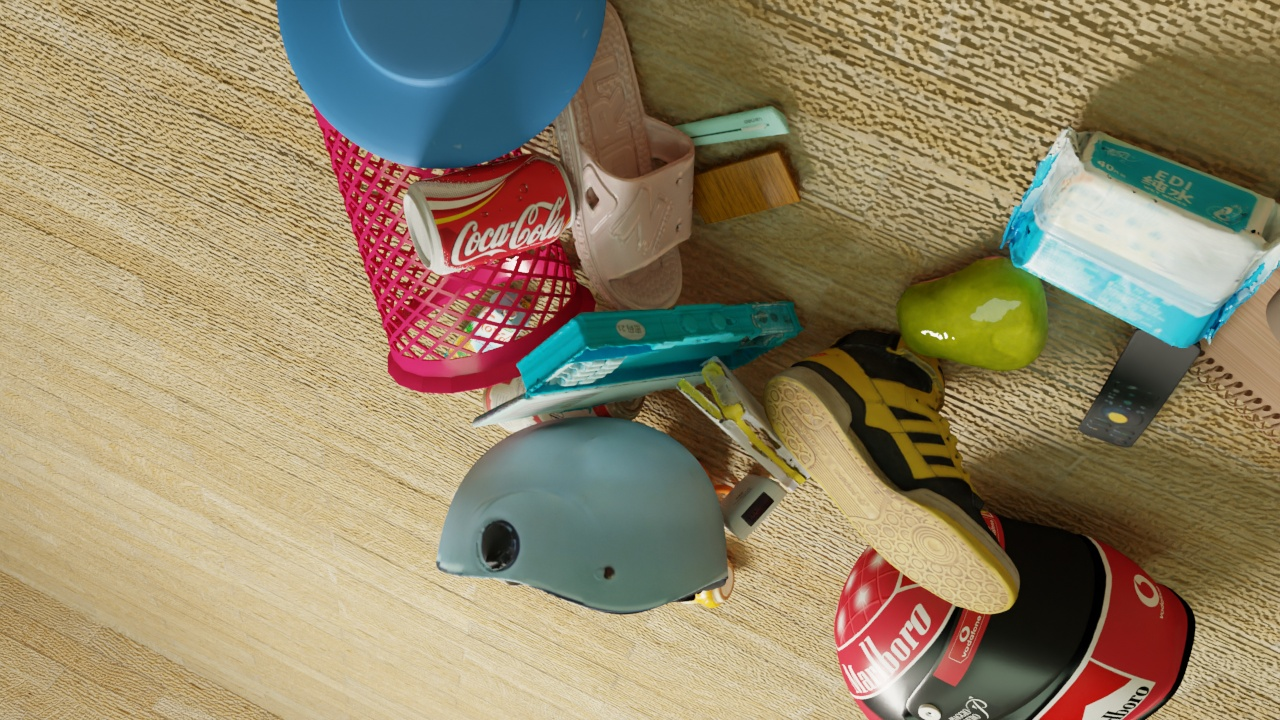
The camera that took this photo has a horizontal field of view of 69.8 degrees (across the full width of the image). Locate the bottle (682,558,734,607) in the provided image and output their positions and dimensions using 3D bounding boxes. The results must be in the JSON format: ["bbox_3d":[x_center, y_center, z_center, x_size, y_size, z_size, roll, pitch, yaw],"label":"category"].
[{"bbox_3d":[0.051,0.248,1.060,0.109,0.062,0.063,2,133,30],"label":"bottle"}]

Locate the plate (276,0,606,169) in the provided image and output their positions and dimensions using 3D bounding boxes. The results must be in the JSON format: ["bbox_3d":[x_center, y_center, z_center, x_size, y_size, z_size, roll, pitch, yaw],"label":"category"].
[{"bbox_3d":[-0.134,-0.238,0.587,0.224,0.024,0.224,1,97,9],"label":"plate"}]

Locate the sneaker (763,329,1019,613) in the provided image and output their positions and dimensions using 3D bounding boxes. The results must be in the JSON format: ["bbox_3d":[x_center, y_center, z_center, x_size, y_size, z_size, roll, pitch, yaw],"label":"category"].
[{"bbox_3d":[0.215,0.076,0.719,0.238,0.121,0.086,47,147,11],"label":"sneaker"}]

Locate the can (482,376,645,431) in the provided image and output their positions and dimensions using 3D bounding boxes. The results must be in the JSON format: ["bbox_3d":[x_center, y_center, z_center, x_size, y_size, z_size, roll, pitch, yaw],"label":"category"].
[{"bbox_3d":[-0.077,0.033,0.907,0.171,0.067,0.067,-7,128,36],"label":"can"}]

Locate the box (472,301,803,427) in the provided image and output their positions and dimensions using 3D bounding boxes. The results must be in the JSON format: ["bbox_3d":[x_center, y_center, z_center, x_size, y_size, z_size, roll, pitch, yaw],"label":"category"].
[{"bbox_3d":[-0.004,0.007,0.743,0.182,0.226,0.039,-32,71,46],"label":"box"}]

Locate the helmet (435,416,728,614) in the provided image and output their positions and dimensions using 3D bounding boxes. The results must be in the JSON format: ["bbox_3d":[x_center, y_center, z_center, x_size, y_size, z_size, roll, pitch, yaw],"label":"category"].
[{"bbox_3d":[-0.052,0.134,0.821,0.266,0.166,0.225,-3,171,23],"label":"helmet"}]

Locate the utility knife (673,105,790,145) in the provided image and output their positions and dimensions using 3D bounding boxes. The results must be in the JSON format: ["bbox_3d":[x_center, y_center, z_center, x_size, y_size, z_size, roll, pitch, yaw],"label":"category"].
[{"bbox_3d":[0.051,-0.167,0.668,0.120,0.015,0.022,-1,133,35],"label":"utility knife"}]

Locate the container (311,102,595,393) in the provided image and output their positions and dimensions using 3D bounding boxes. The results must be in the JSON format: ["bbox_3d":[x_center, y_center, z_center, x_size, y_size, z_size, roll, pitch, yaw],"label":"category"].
[{"bbox_3d":[-0.154,-0.118,0.726,0.183,0.182,0.226,3,126,28],"label":"container"}]

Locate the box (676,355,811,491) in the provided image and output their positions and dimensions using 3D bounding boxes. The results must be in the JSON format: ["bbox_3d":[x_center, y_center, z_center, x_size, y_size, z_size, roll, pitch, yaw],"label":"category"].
[{"bbox_3d":[0.092,0.062,0.778,0.045,0.065,0.210,-37,148,7],"label":"box"}]

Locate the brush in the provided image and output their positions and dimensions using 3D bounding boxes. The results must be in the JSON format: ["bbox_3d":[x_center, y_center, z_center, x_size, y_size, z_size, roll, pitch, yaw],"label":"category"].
[{"bbox_3d":[0.059,-0.129,0.698,0.127,0.017,0.048,-9,127,36],"label":"brush"}]

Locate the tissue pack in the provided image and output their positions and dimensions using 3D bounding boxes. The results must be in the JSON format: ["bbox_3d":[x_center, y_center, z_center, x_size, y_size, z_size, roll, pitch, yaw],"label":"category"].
[{"bbox_3d":[0.305,-0.078,0.564,0.144,0.061,0.093,31,142,18],"label":"tissue pack"}]

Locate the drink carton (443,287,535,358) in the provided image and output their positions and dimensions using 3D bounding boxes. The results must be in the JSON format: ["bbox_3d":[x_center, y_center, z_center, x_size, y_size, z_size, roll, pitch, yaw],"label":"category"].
[{"bbox_3d":[-0.151,-0.026,0.910,0.044,0.038,0.129,40,138,-12],"label":"drink carton"}]

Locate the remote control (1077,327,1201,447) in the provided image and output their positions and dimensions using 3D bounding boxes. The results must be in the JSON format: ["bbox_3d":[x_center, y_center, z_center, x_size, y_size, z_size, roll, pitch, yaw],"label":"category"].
[{"bbox_3d":[0.355,0.021,0.660,0.041,0.020,0.152,21,153,20],"label":"remote control"}]

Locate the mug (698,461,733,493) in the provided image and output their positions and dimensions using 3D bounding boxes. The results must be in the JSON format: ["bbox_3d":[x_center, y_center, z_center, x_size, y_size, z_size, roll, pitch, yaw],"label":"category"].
[{"bbox_3d":[0.049,0.154,0.963,0.112,0.077,0.096,-4,137,-5],"label":"mug"}]

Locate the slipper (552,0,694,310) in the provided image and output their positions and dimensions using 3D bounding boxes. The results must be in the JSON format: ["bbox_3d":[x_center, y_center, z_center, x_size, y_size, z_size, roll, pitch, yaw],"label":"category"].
[{"bbox_3d":[-0.006,-0.136,0.651,0.064,0.094,0.239,9,125,39],"label":"slipper"}]

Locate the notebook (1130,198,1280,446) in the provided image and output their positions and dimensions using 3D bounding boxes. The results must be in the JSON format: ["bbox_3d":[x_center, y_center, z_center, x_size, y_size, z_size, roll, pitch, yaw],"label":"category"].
[{"bbox_3d":[0.451,-0.015,0.588,0.210,0.022,0.170,36,139,-8],"label":"notebook"}]

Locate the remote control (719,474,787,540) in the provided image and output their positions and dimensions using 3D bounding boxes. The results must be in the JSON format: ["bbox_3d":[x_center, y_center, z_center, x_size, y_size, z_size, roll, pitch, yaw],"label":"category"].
[{"bbox_3d":[0.101,0.136,0.870,0.025,0.060,0.138,44,175,2],"label":"remote control"}]

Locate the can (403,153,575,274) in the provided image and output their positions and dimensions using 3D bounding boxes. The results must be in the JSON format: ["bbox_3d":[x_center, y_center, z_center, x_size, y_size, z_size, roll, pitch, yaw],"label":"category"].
[{"bbox_3d":[-0.103,-0.102,0.628,0.064,0.104,0.064,49,150,42],"label":"can"}]

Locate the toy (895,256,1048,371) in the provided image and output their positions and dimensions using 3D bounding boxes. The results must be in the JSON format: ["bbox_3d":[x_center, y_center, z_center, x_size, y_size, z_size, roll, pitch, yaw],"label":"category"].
[{"bbox_3d":[0.238,-0.033,0.669,0.110,0.051,0.090,1,130,33],"label":"toy"}]

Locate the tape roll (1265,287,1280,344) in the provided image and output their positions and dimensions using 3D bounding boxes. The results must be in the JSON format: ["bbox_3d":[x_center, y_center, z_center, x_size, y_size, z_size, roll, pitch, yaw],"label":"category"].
[{"bbox_3d":[0.411,-0.019,0.518,0.094,0.093,0.030,21,137,10],"label":"tape roll"}]

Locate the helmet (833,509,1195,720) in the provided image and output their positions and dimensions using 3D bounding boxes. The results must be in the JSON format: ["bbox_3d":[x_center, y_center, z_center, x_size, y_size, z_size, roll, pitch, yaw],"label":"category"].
[{"bbox_3d":[0.292,0.240,0.811,0.224,0.197,0.272,28,132,1],"label":"helmet"}]
